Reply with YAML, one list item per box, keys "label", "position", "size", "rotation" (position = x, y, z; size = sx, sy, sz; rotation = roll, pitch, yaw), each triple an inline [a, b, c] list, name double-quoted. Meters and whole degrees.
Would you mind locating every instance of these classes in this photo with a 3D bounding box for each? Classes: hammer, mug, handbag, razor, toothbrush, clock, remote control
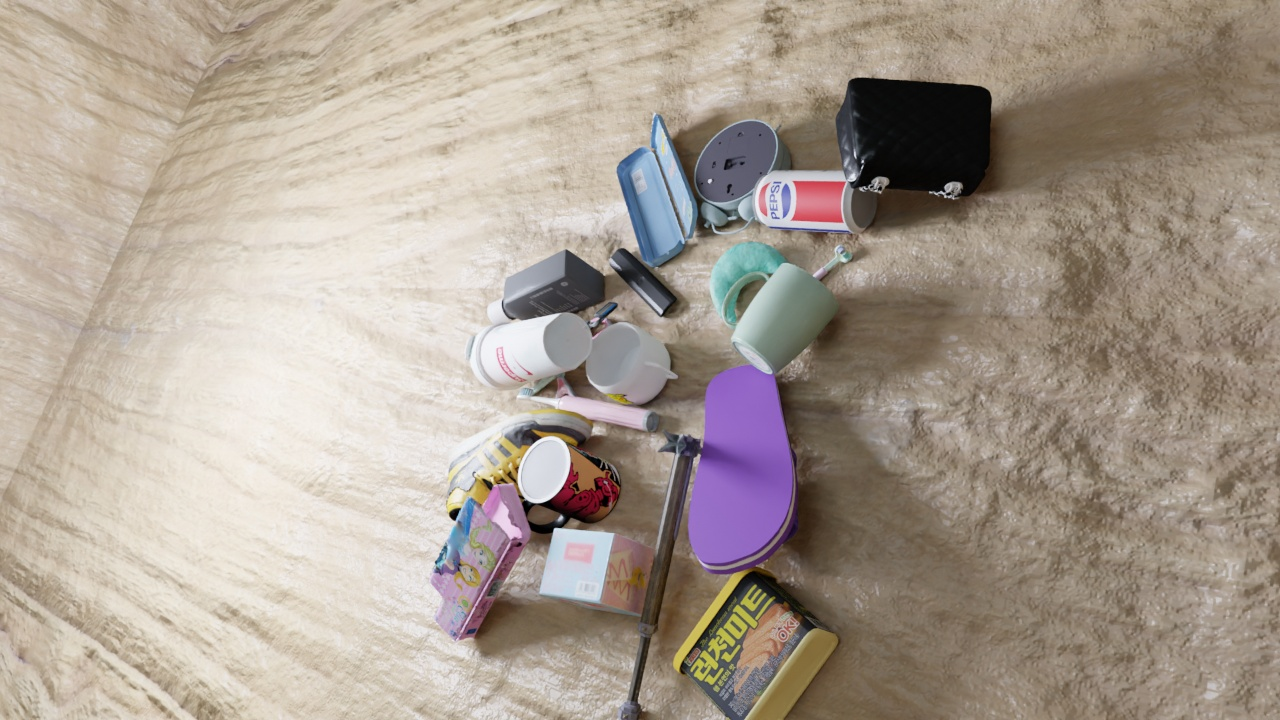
- label: "hammer"
  position: [0.021, 0.235, 0.995]
  size: [0.028, 0.147, 0.316]
  rotation: [12, 87, 17]
- label: "mug"
  position: [-0.007, 0.007, 1.144]
  size: [0.116, 0.068, 0.094]
  rotation: [10, 75, 42]
- label: "handbag"
  position: [0.288, -0.225, 0.993]
  size: [0.153, 0.115, 0.125]
  rotation: [5, 66, -3]
- label: "mug"
  position: [0.144, -0.050, 1.020]
  size: [0.111, 0.084, 0.104]
  rotation: [37, 82, 26]
- label: "razor"
  position: [-0.090, -0.044, 1.258]
  size: [0.144, 0.022, 0.042]
  rotation: [-21, 14, 38]
- label: "toothbrush"
  position: [-0.075, 0.060, 1.183]
  size: [0.223, 0.027, 0.026]
  rotation: [10, 68, 34]
- label: "clock"
  position: [0.129, -0.233, 1.173]
  size: [0.123, 0.045, 0.159]
  rotation: [-1, 69, 39]
- label: "mug"
  position: [-0.096, 0.161, 1.117]
  size: [0.118, 0.098, 0.082]
  rotation: [-52, 46, 5]
- label: "remote control"
  position: [0.002, -0.106, 1.231]
  size: [0.033, 0.015, 0.147]
  rotation: [-49, 47, 8]
- label: "toothbrush"
  position: [0.182, -0.077, 1.070]
  size: [0.155, 0.015, 0.022]
  rotation: [-42, 78, 15]

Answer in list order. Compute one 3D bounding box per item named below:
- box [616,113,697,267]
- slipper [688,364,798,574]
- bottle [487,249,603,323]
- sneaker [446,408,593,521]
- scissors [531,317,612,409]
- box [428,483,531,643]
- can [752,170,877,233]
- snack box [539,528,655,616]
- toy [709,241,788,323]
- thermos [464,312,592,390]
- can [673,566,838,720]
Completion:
- label: "box"
  position: [0.028, -0.233, 1.260]
  size: [0.125, 0.043, 0.209]
  rotation: [-48, 44, 36]
- label: "slipper"
  position: [0.119, 0.126, 0.981]
  size: [0.107, 0.084, 0.265]
  rotation: [-13, 40, 18]
- label: "bottle"
  position: [-0.144, -0.092, 1.298]
  size: [0.174, 0.083, 0.046]
  rotation: [-20, 57, 32]
- label: "sneaker"
  position: [-0.164, 0.149, 1.186]
  size: [0.239, 0.086, 0.121]
  rotation: [-24, 49, 33]
- label: "scissors"
  position: [-0.097, 0.016, 1.252]
  size: [0.171, 0.013, 0.176]
  rotation: [-36, 49, 19]
- label: "box"
  position: [-0.209, 0.252, 1.122]
  size: [0.231, 0.070, 0.084]
  rotation: [-60, 41, 35]
- label: "can"
  position: [0.202, -0.186, 1.071]
  size: [0.132, 0.070, 0.070]
  rotation: [11, 75, 42]
- label: "snack box"
  position: [-0.043, 0.239, 1.037]
  size: [0.093, 0.094, 0.079]
  rotation: [-4, 65, 39]
- label: "toy"
  position: [0.127, -0.101, 1.118]
  size: [0.105, 0.033, 0.085]
  rotation: [-41, 60, 15]
- label: "thermos"
  position: [-0.151, -0.015, 1.210]
  size: [0.221, 0.099, 0.099]
  rotation: [-12, 59, 56]
- label: "can"
  position: [0.114, 0.286, 0.902]
  size: [0.101, 0.072, 0.131]
  rotation: [37, 94, 41]
